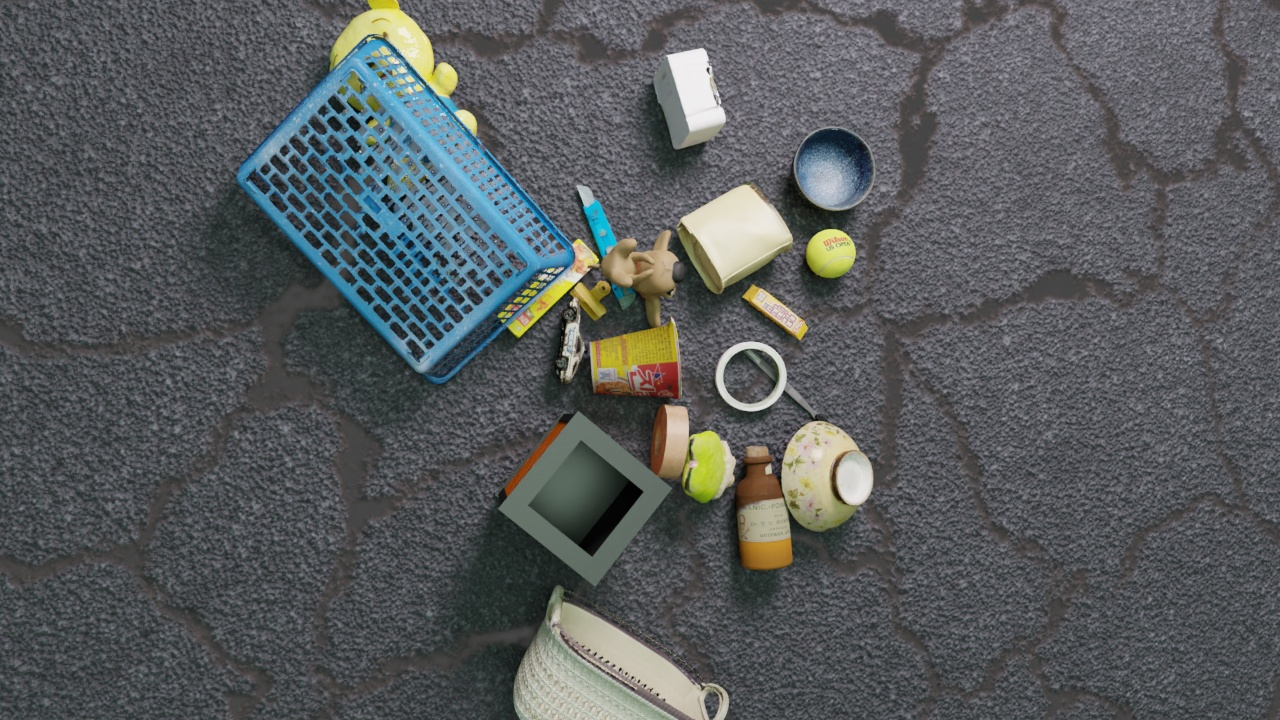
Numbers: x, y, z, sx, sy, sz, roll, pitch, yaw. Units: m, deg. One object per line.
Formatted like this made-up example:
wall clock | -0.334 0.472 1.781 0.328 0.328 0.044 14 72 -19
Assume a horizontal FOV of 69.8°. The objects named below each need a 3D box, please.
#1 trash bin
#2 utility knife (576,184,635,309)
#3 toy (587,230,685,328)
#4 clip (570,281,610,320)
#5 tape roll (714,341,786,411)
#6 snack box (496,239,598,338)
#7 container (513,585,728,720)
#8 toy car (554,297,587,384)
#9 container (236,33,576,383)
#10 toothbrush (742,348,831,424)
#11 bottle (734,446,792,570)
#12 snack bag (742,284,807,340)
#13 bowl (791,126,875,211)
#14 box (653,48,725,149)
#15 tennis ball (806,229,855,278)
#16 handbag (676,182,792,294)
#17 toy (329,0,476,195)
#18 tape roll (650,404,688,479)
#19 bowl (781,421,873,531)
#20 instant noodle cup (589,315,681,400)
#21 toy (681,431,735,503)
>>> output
trash bin | -0.076 0.159 1.112 0.139 0.172 0.139 40 81 -6
utility knife | -0.045 -0.152 1.212 0.031 0.015 0.175 -24 91 -25
toy | 0.002 -0.114 1.171 0.108 0.106 0.134 11 83 -41
clip | -0.062 -0.083 1.204 0.054 0.046 0.048 47 116 -4
tape roll | 0.147 0.021 1.230 0.094 0.018 0.094 0 90 -3
snack box | -0.120 -0.093 1.189 0.148 0.029 0.040 -45 95 -9
container | -0.035 0.399 1.110 0.251 0.185 0.143 34 91 -8
toy car | -0.087 -0.025 1.181 0.040 0.048 0.112 8 86 -5
container | -0.285 -0.167 1.082 0.257 0.089 0.362 -41 98 12
toothbrush | 0.200 0.038 1.249 0.167 0.013 0.013 43 82 -3
bottle | 0.159 0.191 1.205 0.067 0.068 0.157 -5 88 -10
snack bag | 0.185 -0.065 1.246 0.099 0.020 0.026 37 83 -6
bowl | 0.255 -0.254 1.246 0.114 0.061 0.114 0 88 -8
box | 0.081 -0.347 1.199 0.095 0.102 0.107 -19 90 -12
tennis ball | 0.257 -0.144 1.239 0.065 0.065 0.065 0 87 -10
handbag | 0.124 -0.164 1.213 0.119 0.081 0.111 -31 86 -8
toy | -0.299 -0.329 1.138 0.149 0.084 0.214 -35 92 10
tape roll | 0.037 0.104 1.175 0.027 0.094 0.094 7 86 -10
bowl | 0.257 0.152 1.198 0.145 0.063 0.145 3 85 -37
instant noodle cup | -0.007 0.007 1.177 0.112 0.100 0.100 -6 88 -2
toy | 0.091 0.138 1.186 0.043 0.117 0.092 2 83 33
